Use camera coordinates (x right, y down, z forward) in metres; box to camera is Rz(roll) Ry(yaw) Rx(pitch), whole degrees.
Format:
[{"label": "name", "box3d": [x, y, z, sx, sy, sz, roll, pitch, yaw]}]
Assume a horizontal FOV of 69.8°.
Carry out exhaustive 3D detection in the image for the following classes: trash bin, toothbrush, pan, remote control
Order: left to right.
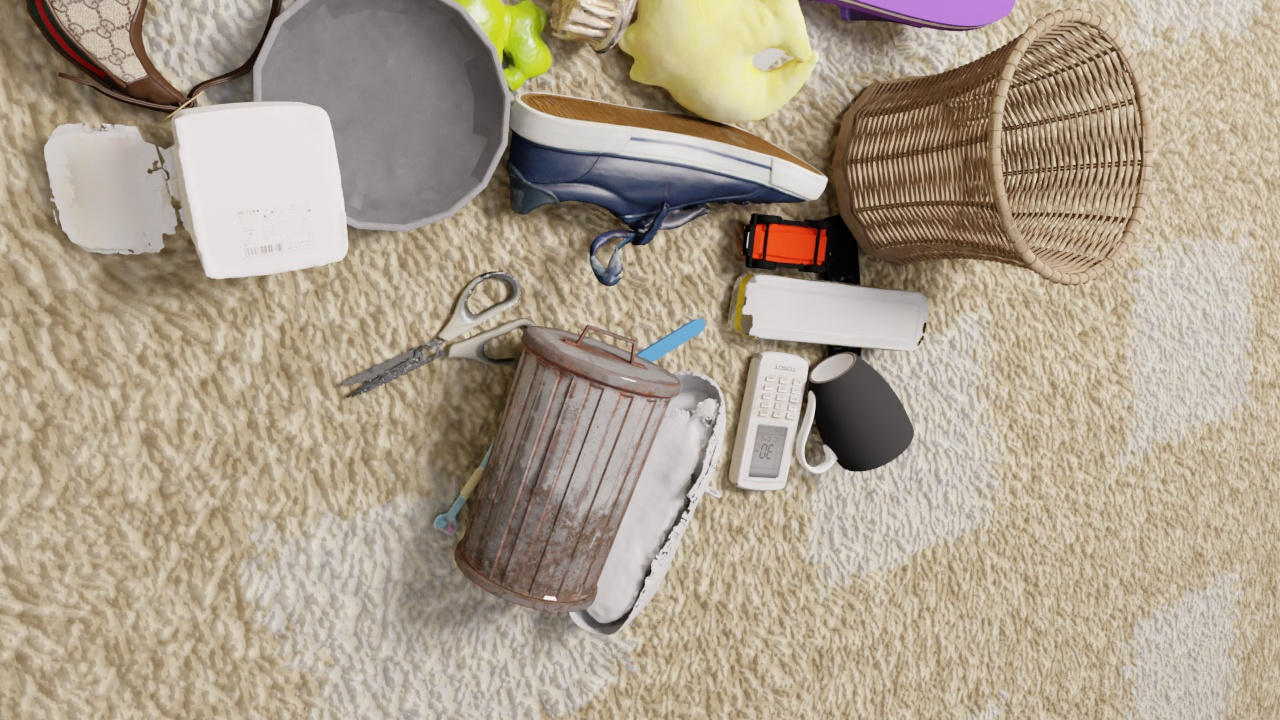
[{"label": "pan", "box3d": [-0.192, -0.269, 0.637, 0.178, 0.041, 0.358, -10, 111, -15]}, {"label": "toothbrush", "box3d": [-0.124, 0.079, 0.778, 0.022, 0.016, 0.155, 36, 82, -20]}, {"label": "trash bin", "box3d": [-0.058, 0.077, 0.735, 0.130, 0.131, 0.211, 15, 100, -29]}, {"label": "toothbrush", "box3d": [-0.005, 0.005, 0.829, 0.166, 0.014, 0.016, -31, 112, -20]}, {"label": "remote control", "box3d": [0.125, 0.060, 0.901, 0.060, 0.025, 0.138, 8, 96, -29]}, {"label": "remote control", "box3d": [0.201, -0.071, 0.922, 0.041, 0.020, 0.152, -14, 106, -25]}]

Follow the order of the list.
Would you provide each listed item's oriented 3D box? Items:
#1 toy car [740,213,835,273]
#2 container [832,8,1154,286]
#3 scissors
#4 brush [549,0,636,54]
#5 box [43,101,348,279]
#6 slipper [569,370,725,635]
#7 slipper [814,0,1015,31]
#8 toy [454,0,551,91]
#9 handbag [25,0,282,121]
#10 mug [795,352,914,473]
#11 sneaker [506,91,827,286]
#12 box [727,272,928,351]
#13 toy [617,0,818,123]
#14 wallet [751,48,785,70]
[{"label": "toy car", "box3d": [0.136, -0.109, 0.863, 0.100, 0.049, 0.051, 1, 99, -28]}, {"label": "container", "box3d": [0.317, -0.184, 0.849, 0.226, 0.196, 0.227, -3, 96, -32]}, {"label": "scissors", "box3d": [-0.162, -0.022, 0.742, 0.169, 0.013, 0.132, 5, 95, -27]}, {"label": "brush", "box3d": [-0.016, -0.380, 0.714, 0.056, 0.083, 0.271, 10, 95, -29]}, {"label": "box", "box3d": [-0.289, -0.110, 0.597, 0.190, 0.083, 0.111, -5, 110, -12]}, {"label": "slipper", "box3d": [0.011, 0.127, 0.827, 0.112, 0.074, 0.246, 22, 86, 2]}, {"label": "slipper", "box3d": [0.202, -0.361, 0.841, 0.266, 0.084, 0.107, 4, 96, -7]}, {"label": "toy", "box3d": [-0.115, -0.256, 0.712, 0.093, 0.036, 0.094, -21, 115, -29]}, {"label": "handbag", "box3d": [-0.310, -0.243, 0.600, 0.138, 0.063, 0.166, 30, 81, -39]}, {"label": "mug", "box3d": [0.199, 0.056, 0.910, 0.118, 0.085, 0.100, -35, 109, -8]}, {"label": "sneaker", "box3d": [0.024, -0.140, 0.781, 0.294, 0.120, 0.127, 1, 121, -26]}, {"label": "box", "box3d": [0.187, -0.045, 0.893, 0.209, 0.033, 0.064, 4, 101, -21]}, {"label": "toy", "box3d": [0.058, -0.270, 0.747, 0.064, 0.155, 0.170, -77, 150, -48]}, {"label": "wallet", "box3d": [0.074, -0.290, 0.791, 0.116, 0.032, 0.086, 33, 116, -29]}]
